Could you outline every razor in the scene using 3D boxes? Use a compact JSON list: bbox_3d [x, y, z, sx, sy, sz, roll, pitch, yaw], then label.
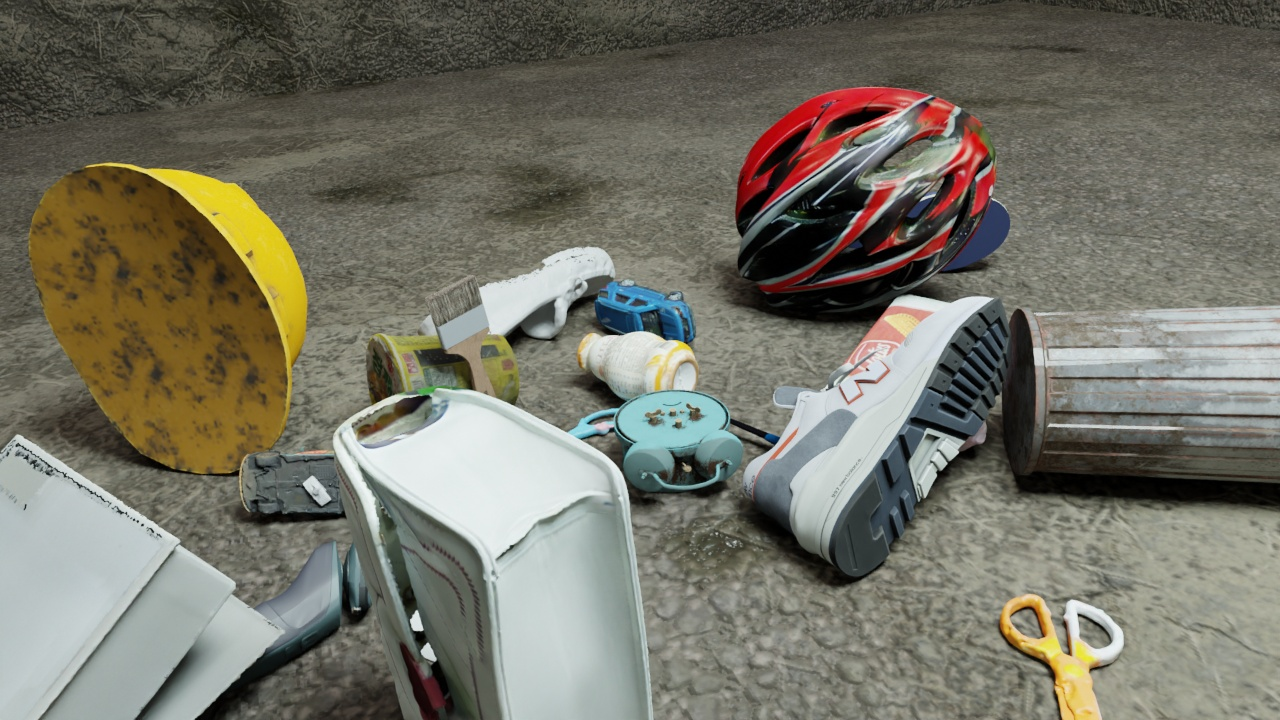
[{"bbox_3d":[-0.221,0.160,0.562,0.052,0.047,0.142,40,49,21],"label":"razor"}]

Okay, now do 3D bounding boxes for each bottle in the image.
[{"bbox_3d":[-0.005,0.005,0.805,0.109,0.063,0.063,18,34,35],"label":"bottle"}]

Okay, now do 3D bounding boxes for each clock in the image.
[{"bbox_3d":[0.028,0.066,0.694,0.090,0.053,0.124,-8,27,-5],"label":"clock"}]

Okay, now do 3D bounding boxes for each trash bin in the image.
[{"bbox_3d":[0.378,0.023,0.646,0.211,0.131,0.130,0,28,12],"label":"trash bin"}]

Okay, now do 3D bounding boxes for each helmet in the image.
[{"bbox_3d":[-0.353,-0.050,0.750,0.205,0.256,0.131,3,28,13],"label":"helmet"},{"bbox_3d":[0.212,-0.150,0.904,0.273,0.217,0.166,-25,35,44],"label":"helmet"}]

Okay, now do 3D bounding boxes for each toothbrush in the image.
[{"bbox_3d":[0.114,0.068,0.718,0.168,0.014,0.014,22,26,36],"label":"toothbrush"}]

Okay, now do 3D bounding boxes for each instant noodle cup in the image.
[{"bbox_3d":[-0.167,0.017,0.781,0.108,0.102,0.102,-11,27,-32],"label":"instant noodle cup"}]

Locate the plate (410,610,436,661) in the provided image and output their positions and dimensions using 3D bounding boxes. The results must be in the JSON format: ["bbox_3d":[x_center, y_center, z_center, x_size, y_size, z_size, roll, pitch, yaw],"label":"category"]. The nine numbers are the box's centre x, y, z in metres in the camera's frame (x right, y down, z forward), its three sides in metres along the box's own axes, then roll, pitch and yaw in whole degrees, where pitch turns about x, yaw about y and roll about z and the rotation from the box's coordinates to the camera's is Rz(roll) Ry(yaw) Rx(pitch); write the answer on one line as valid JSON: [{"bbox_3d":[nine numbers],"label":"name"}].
[{"bbox_3d":[-0.097,0.146,0.601,0.134,0.011,0.134,-3,27,2],"label":"plate"}]

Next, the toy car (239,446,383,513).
[{"bbox_3d":[-0.241,0.089,0.695,0.112,0.047,0.047,0,4,-4],"label":"toy car"}]

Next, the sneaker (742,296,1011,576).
[{"bbox_3d":[0.159,0.035,0.656,0.124,0.089,0.239,13,52,46],"label":"sneaker"}]

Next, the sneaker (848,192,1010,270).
[{"bbox_3d":[0.298,-0.162,1.067,0.233,0.091,0.118,-5,24,17],"label":"sneaker"}]

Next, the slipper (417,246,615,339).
[{"bbox_3d":[-0.110,-0.055,0.927,0.112,0.074,0.246,-22,8,43],"label":"slipper"}]

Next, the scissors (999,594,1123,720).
[{"bbox_3d":[0.241,0.174,0.501,0.070,0.013,0.130,0,27,9],"label":"scissors"}]

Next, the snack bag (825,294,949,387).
[{"bbox_3d":[0.226,0.003,0.804,0.077,0.041,0.224,14,31,27],"label":"snack bag"}]

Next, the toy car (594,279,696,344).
[{"bbox_3d":[0.003,-0.044,0.914,0.120,0.056,0.043,18,41,41],"label":"toy car"}]

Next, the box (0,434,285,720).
[{"bbox_3d":[-0.302,0.255,0.583,0.169,0.404,0.171,20,51,29],"label":"box"}]

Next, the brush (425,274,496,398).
[{"bbox_3d":[-0.133,0.003,0.739,0.045,0.143,0.008,-34,38,-30],"label":"brush"}]

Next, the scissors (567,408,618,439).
[{"bbox_3d":[-0.056,0.073,0.741,0.135,0.015,0.135,-22,29,-20],"label":"scissors"}]

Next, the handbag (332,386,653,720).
[{"bbox_3d":[-0.077,0.123,0.441,0.142,0.199,0.096,20,37,40],"label":"handbag"}]

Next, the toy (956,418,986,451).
[{"bbox_3d":[0.252,0.023,0.727,0.047,0.064,0.109,7,41,19],"label":"toy"}]
